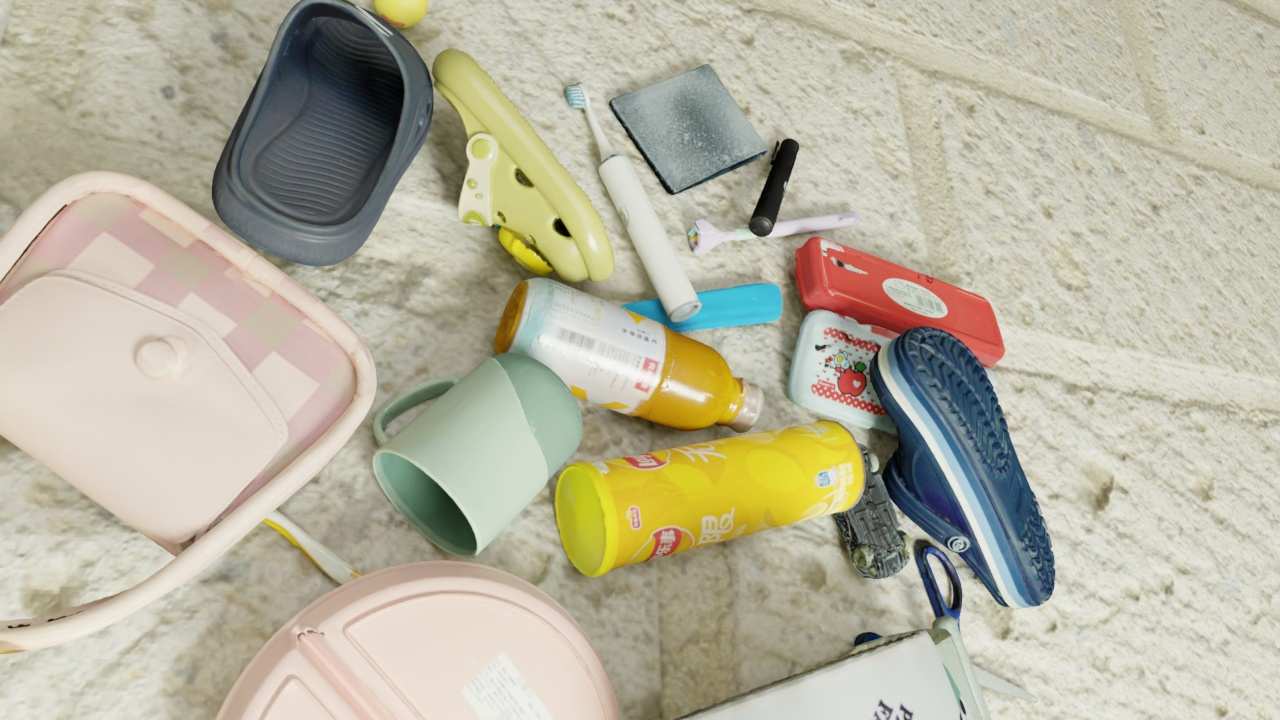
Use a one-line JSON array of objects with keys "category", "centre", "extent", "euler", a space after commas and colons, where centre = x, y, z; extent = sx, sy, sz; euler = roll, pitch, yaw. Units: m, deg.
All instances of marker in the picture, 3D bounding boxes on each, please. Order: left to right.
[{"category": "marker", "centre": [0.114, -0.150, 0.778], "extent": [0.022, 0.020, 0.131], "euler": [21, 47, 3]}]

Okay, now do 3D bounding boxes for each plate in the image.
[{"category": "plate", "centre": [-0.106, 0.221, 0.475], "extent": [0.229, 0.028, 0.229], "euler": [6, 78, -28]}]

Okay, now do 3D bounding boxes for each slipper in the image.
[{"category": "slipper", "centre": [-0.179, -0.166, 0.569], "extent": [0.110, 0.084, 0.267], "euler": [24, 39, -22]}, {"category": "slipper", "centre": [-0.094, -0.124, 0.642], "extent": [0.081, 0.091, 0.190], "euler": [-36, 97, 2]}, {"category": "slipper", "centre": [0.243, 0.086, 0.719], "extent": [0.253, 0.095, 0.104], "euler": [58, 35, -15]}]

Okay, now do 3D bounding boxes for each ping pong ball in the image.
[{"category": "ping pong ball", "centre": [-0.177, -0.267, 0.676], "extent": [0.040, 0.040, 0.040], "euler": [11, 64, -24]}]

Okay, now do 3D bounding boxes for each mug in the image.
[{"category": "mug", "centre": [-0.104, 0.047, 0.558], "extent": [0.112, 0.082, 0.106], "euler": [27, 52, 23]}, {"category": "mug", "centre": [0.198, 0.239, 0.625], "extent": [0.123, 0.084, 0.103], "euler": [-8, 77, -46]}]

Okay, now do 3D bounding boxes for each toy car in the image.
[{"category": "toy car", "centre": [0.167, 0.113, 0.695], "extent": [0.048, 0.031, 0.105], "euler": [-11, 75, -32]}]

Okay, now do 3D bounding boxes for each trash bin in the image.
[{"category": "trash bin", "centre": [0.119, 0.294, 0.482], "extent": [0.229, 0.230, 0.251], "euler": [-7, 67, -30]}]

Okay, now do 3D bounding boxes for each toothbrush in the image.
[{"category": "toothbrush", "centre": [-0.216, 0.086, 0.513], "extent": [0.191, 0.016, 0.018], "euler": [39, 67, -7]}, {"category": "toothbrush", "centre": [-0.010, -0.129, 0.706], "extent": [0.026, 0.027, 0.221], "euler": [-16, 69, -24]}, {"category": "toothbrush", "centre": [0.120, -0.113, 0.780], "extent": [0.188, 0.021, 0.029], "euler": [-12, 112, -33]}]

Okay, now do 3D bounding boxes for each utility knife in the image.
[{"category": "utility knife", "centre": [0.030, -0.036, 0.698], "extent": [0.191, 0.018, 0.034], "euler": [-9, 66, -28]}]

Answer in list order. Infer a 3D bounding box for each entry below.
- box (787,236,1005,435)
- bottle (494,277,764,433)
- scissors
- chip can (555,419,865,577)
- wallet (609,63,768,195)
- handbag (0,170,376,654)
[{"category": "box", "centre": [0.216, -0.012, 0.768], "extent": [0.201, 0.060, 0.160], "euler": [17, 65, -20]}, {"category": "bottle", "centre": [-0.004, 0.004, 0.631], "extent": [0.189, 0.068, 0.067], "euler": [21, 60, -19]}, {"category": "scissors", "centre": [0.232, 0.222, 0.693], "extent": [0.175, 0.012, 0.162], "euler": [15, 61, -20]}, {"category": "chip can", "centre": [0.051, 0.089, 0.622], "extent": [0.213, 0.072, 0.072], "euler": [-6, 72, -31]}, {"category": "wallet", "centre": [0.042, -0.197, 0.777], "extent": [0.120, 0.019, 0.097], "euler": [-30, 82, -33]}, {"category": "handbag", "centre": [-0.266, 0.034, 0.451], "extent": [0.193, 0.094, 0.233], "euler": [38, 50, -7]}]
